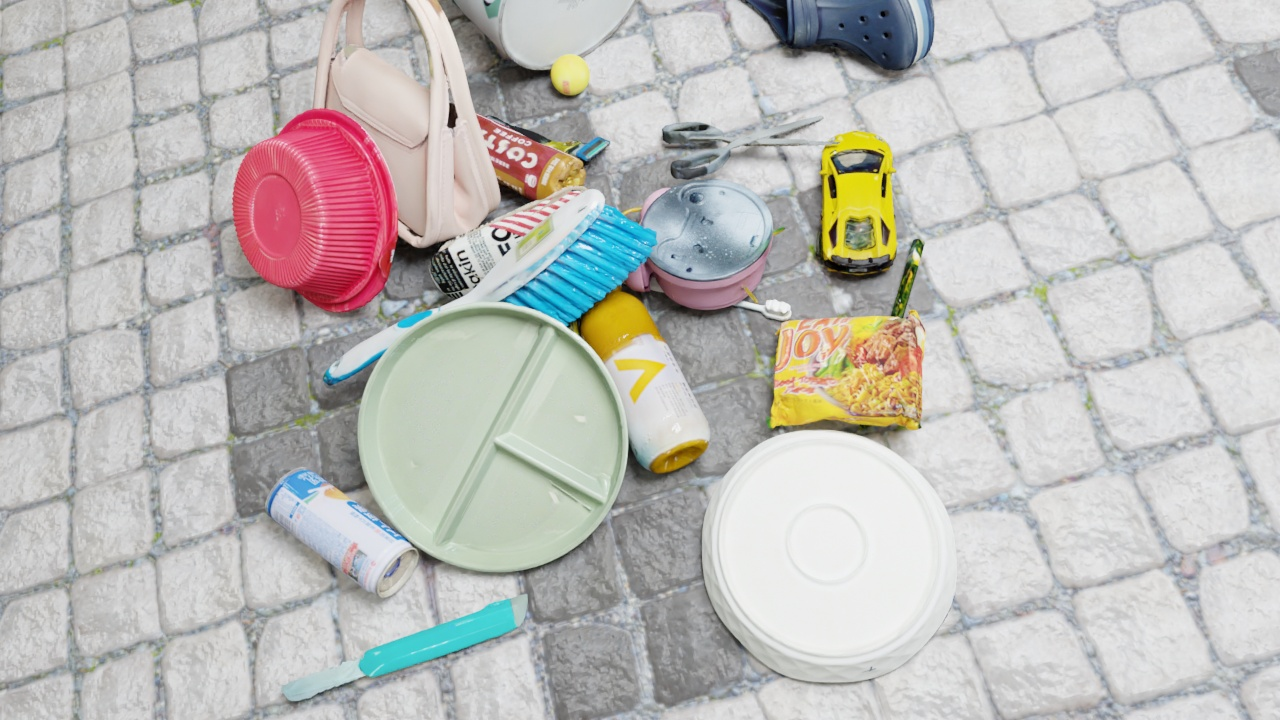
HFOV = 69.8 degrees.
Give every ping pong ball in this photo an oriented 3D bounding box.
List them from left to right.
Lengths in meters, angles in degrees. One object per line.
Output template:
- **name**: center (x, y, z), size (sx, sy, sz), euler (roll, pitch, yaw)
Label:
- **ping pong ball**: center (-0.072, -0.293, 0.942), size (0.040, 0.040, 0.040), euler (-3, 69, 8)

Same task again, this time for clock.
- **clock**: center (0.043, -0.106, 0.833), size (0.158, 0.060, 0.117), euler (15, 61, 16)

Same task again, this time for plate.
- **plate**: center (-0.123, 0.065, 0.772), size (0.230, 0.027, 0.230), euler (1, 97, 5)
- **plate**: center (0.149, 0.149, 0.734), size (0.205, 0.045, 0.204), euler (-4, 69, 9)

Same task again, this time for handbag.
- **handbag**: center (-0.221, -0.240, 0.842), size (0.193, 0.235, 0.093), euler (34, 48, 25)

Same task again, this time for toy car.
- **toy car**: center (0.198, -0.148, 0.842), size (0.071, 0.041, 0.155), euler (1, 68, 10)

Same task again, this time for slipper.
- **slipper**: center (0.163, -0.358, 0.891), size (0.253, 0.105, 0.095), euler (36, 71, 22)

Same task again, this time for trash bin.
- **trash bin**: center (-0.132, -0.448, 0.923), size (0.229, 0.230, 0.252), euler (-37, 74, -6)

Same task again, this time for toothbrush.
- **toothbrush**: center (0.051, -0.064, 0.847), size (0.180, 0.016, 0.016), euler (14, 63, 15)
- **toothbrush**: center (0.220, -0.027, 0.804), size (0.012, 0.017, 0.185), euler (2, 65, 48)

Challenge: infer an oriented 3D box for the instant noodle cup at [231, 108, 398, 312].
- **instant noodle cup**: center (-0.314, -0.137, 0.854), size (0.194, 0.065, 0.194), euler (7, 103, 31)

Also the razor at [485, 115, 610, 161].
- **razor**: center (-0.103, -0.224, 0.931), size (0.143, 0.022, 0.042), euler (20, 41, 20)

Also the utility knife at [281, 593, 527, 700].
- **utility knife**: center (-0.197, 0.244, 0.773), size (0.222, 0.013, 0.029), euler (-19, 69, 0)

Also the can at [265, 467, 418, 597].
- **can**: center (-0.259, 0.149, 0.798), size (0.134, 0.053, 0.053), euler (30, 77, 19)

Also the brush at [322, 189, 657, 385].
- **brush**: center (-0.136, -0.045, 0.798), size (0.315, 0.109, 0.060), euler (-36, 40, 22)

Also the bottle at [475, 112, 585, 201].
- **bottle**: center (-0.140, -0.204, 0.910), size (0.175, 0.057, 0.057), euler (27, 76, 18)

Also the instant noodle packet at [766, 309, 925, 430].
- **instant noodle packet**: center (0.172, 0.007, 0.773), size (0.129, 0.044, 0.110), euler (-2, 59, 24)

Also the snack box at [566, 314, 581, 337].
- **snack box**: center (-0.102, -0.063, 0.864), size (0.087, 0.034, 0.140), euler (-10, 67, 6)

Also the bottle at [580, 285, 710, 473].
- **bottle**: center (-0.005, 0.005, 0.802), size (0.068, 0.068, 0.189), euler (-26, 67, -1)

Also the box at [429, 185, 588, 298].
- **box**: center (-0.114, -0.114, 0.833), size (0.162, 0.076, 0.087), euler (-27, 42, 1)

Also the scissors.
- **scissors**: center (0.096, -0.209, 0.876), size (0.180, 0.014, 0.159), euler (-32, 44, -29)
